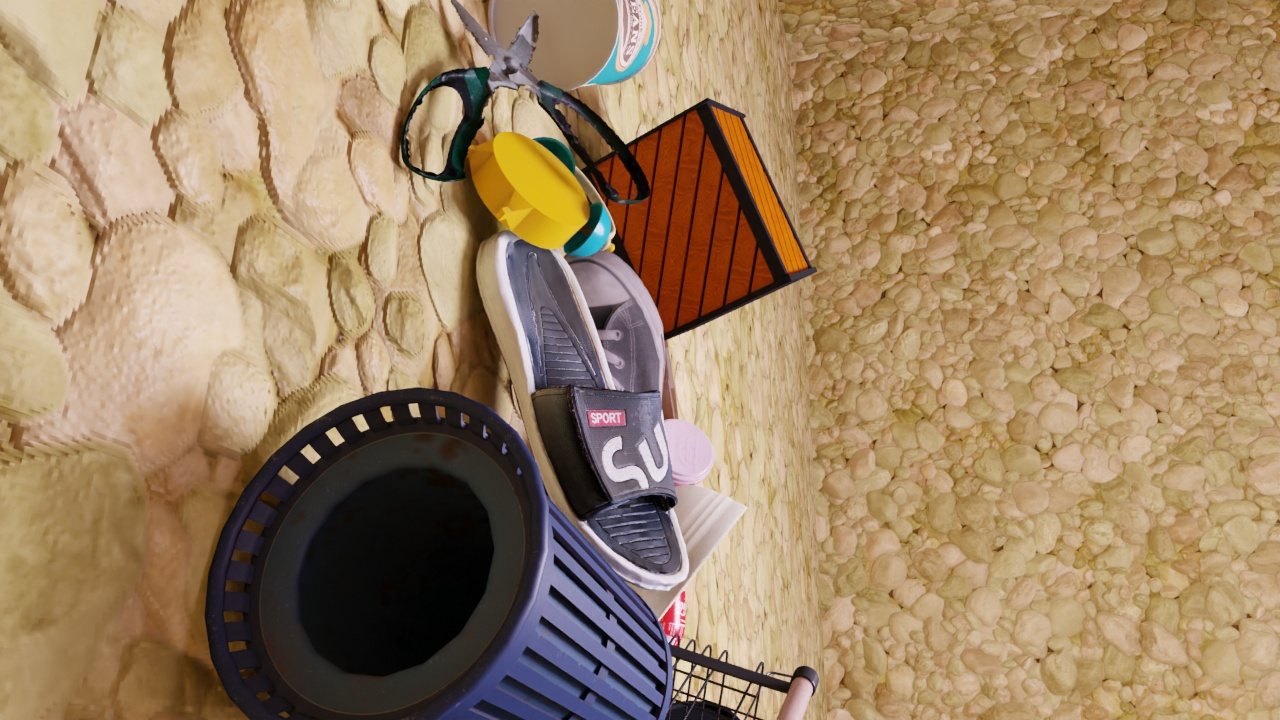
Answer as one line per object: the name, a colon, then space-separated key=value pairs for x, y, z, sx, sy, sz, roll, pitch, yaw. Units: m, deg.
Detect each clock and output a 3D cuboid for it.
clock: x=-0.067 y=-0.118 z=0.647 sx=0.129 sy=0.044 sz=0.099 roll=-3 pitch=58 yaw=-56
clock: x=0.055 y=0.382 z=0.899 sx=0.120 sy=0.091 sz=0.042 roll=-81 pitch=174 yaw=-81

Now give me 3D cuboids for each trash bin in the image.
trash bin: x=0.057 y=-0.128 z=0.869 sx=0.172 sy=0.140 sz=0.139 roll=65 pitch=22 yaw=0
trash bin: x=-0.071 y=0.132 z=0.447 sx=0.250 sy=0.139 sz=0.139 roll=63 pitch=26 yaw=-56

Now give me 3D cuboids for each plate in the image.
plate: x=0.021 y=0.028 z=0.976 sx=0.131 sy=0.025 sz=0.131 roll=-6 pitch=88 yaw=-86

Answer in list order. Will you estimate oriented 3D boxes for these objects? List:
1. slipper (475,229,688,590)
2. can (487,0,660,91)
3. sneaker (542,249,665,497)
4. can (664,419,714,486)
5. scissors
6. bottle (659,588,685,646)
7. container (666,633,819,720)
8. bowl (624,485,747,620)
slipper: x=-0.028 y=0.022 z=0.601 sx=0.111 sy=0.063 sz=0.263 roll=4 pitch=57 yaw=-54
can: x=-0.047 y=-0.268 z=0.729 sx=0.143 sy=0.099 sz=0.099 roll=-54 pitch=136 yaw=-67
sneaker: x=-0.037 y=0.033 z=0.696 sx=0.119 sy=0.095 sz=0.235 roll=-36 pitch=126 yaw=-72
can: x=0.027 y=0.102 z=0.878 sx=0.076 sy=0.067 sz=0.067 roll=119 pitch=-16 yaw=-49
scissors: x=-0.071 y=-0.155 z=0.616 sx=0.205 sy=0.015 sz=0.201 roll=38 pitch=48 yaw=-26
bottle: x=0.024 y=0.243 z=0.921 sx=0.042 sy=0.042 sz=0.141 roll=53 pitch=35 yaw=-62
container: x=0.026 y=0.317 z=0.611 sx=0.162 sy=0.130 sz=0.241 roll=-30 pitch=129 yaw=-64
bowl: x=0.020 y=0.166 z=0.814 sx=0.150 sy=0.075 sz=0.151 roll=-48 pitch=168 yaw=-14
